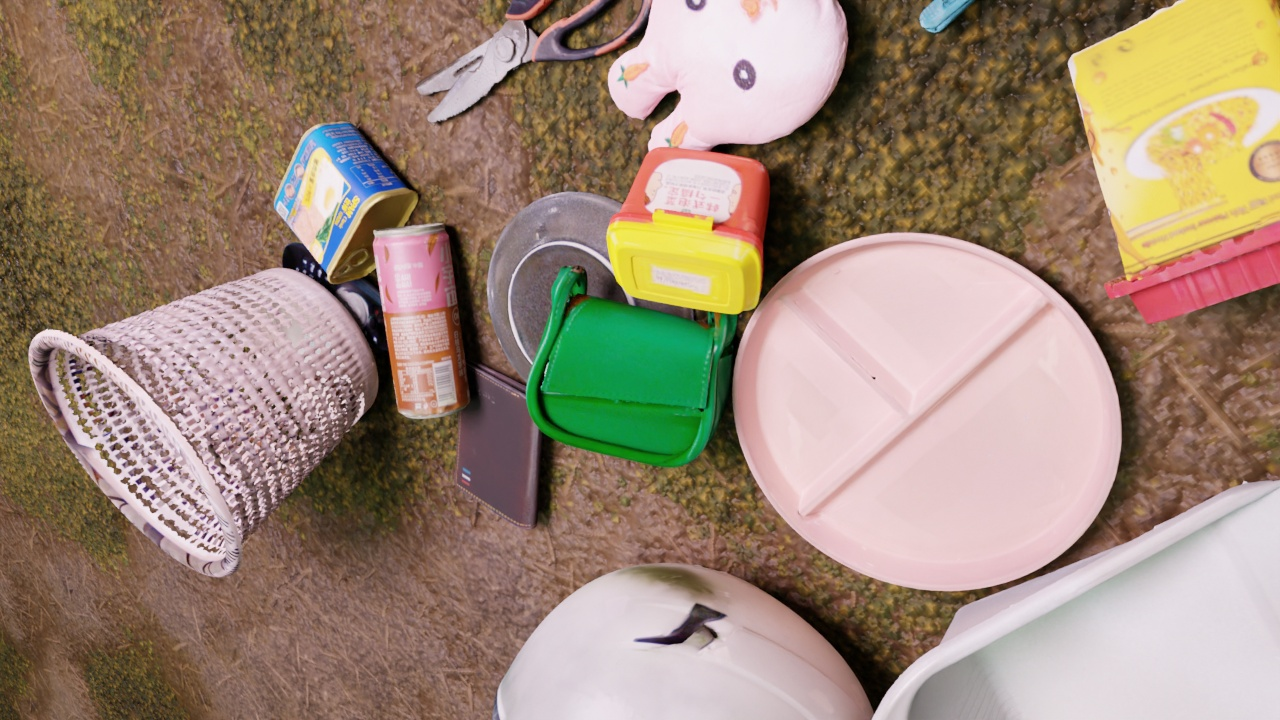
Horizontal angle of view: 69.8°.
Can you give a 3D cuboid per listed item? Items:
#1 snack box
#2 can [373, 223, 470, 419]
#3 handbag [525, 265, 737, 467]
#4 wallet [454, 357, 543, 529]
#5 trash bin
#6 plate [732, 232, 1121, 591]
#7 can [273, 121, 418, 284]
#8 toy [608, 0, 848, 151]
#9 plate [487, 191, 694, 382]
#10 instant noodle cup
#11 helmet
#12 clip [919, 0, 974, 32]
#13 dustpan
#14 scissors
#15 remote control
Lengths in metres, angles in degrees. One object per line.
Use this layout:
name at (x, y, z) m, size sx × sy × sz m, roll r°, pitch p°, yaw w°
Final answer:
snack box at (0.033, -0.081, 0.551) m, size 0.091 × 0.080 × 0.082 m, roll 11°, pitch 155°, yaw 11°
can at (-0.171, -0.031, 0.718) m, size 0.058 × 0.057 × 0.147 m, roll 2°, pitch 104°, yaw 31°
handbag at (-0.004, 0.004, 0.613) m, size 0.131 × 0.067 × 0.120 m, roll 14°, pitch 109°, yaw 5°
wallet at (-0.117, 0.068, 0.752) m, size 0.096 × 0.020 × 0.122 m, roll 23°, pitch 120°, yaw 32°
trash bin at (-0.335, 0.030, 0.754) m, size 0.228 × 0.191 × 0.228 m, roll 22°, pitch 133°, yaw 25°
plate at (0.166, 0.033, 0.561) m, size 0.230 × 0.028 × 0.230 m, roll 11°, pitch 113°, yaw 28°
can at (-0.237, -0.126, 0.731) m, size 0.083 × 0.057 × 0.102 m, roll 49°, pitch 126°, yaw 9°
toy at (0.045, -0.174, 0.541) m, size 0.160 × 0.054 × 0.121 m, roll -36°, pitch 88°, yaw 44°
plate at (-0.045, -0.033, 0.668) m, size 0.180 × 0.024 × 0.180 m, roll 12°, pitch 115°, yaw 28°
instant noodle cup at (0.257, -0.093, 0.409) m, size 0.116 × 0.116 × 0.123 m, roll -23°, pitch 84°, yaw 36°
helmet at (0.049, 0.224, 0.604) m, size 0.274 × 0.230 × 0.157 m, roll 20°, pitch 99°, yaw -2°
clip at (0.169, -0.192, 0.474) m, size 0.056 × 0.038 × 0.013 m, roll -39°, pitch 87°, yaw 26°
dustpan at (0.264, 0.226, 0.508) m, size 0.259 × 0.142 × 0.222 m, roll -28°, pitch 93°, yaw 38°
scissors at (-0.081, -0.230, 0.618) m, size 0.203 × 0.015 × 0.205 m, roll 24°, pitch 121°, yaw 22°
remote control at (-0.253, -0.058, 0.787) m, size 0.136 × 0.024 × 0.053 m, roll 33°, pitch 126°, yaw 16°
